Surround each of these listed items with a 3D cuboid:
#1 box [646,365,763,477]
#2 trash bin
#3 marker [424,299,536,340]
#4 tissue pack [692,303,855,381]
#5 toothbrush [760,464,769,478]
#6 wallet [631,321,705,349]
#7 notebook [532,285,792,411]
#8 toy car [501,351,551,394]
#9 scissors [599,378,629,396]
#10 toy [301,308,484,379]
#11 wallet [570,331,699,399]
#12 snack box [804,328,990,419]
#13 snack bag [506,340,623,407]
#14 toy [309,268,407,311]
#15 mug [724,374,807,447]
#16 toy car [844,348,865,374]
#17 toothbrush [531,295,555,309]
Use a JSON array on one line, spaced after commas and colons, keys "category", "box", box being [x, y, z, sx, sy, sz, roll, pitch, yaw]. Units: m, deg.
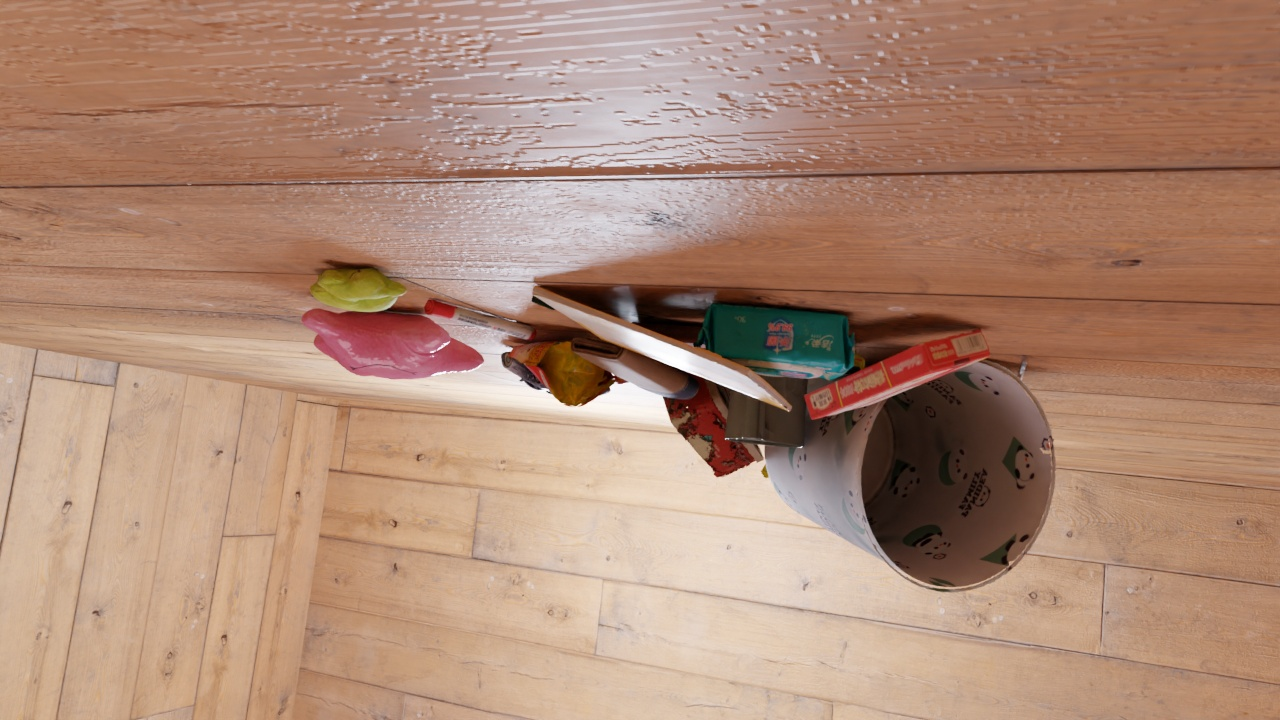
[{"category": "box", "box": [0.075, 0.069, 1.068, 0.078, 0.091, 0.168, -26, 142, 11]}, {"category": "trash bin", "box": [0.272, 0.107, 1.003, 0.229, 0.229, 0.252, 8, 179, -17]}, {"category": "marker", "box": [-0.163, -0.041, 0.958, 0.017, 0.017, 0.145, 1, 171, 39]}, {"category": "tissue pack", "box": [0.111, -0.015, 0.783, 0.133, 0.050, 0.093, 6, 174, 6]}, {"category": "toothbrush", "box": [0.207, 0.097, 1.247, 0.016, 0.017, 0.189, 22, -136, 19]}, {"category": "wallet", "box": [0.043, -0.016, 0.927, 0.101, 0.032, 0.124, 8, 172, 6]}, {"category": "notebook", "box": [0.021, -0.009, 0.790, 0.206, 0.010, 0.146, 22, 175, 26]}, {"category": "toy car", "box": [-0.137, 0.015, 1.213, 0.054, 0.037, 0.121, -2, -160, -44]}, {"category": "scissors", "box": [-0.042, 0.032, 1.213, 0.227, 0.015, 0.188, -20, -179, 34]}, {"category": "toy", "box": [-0.273, -0.013, 1.031, 0.194, 0.074, 0.179, 8, 164, -7]}, {"category": "wallet", "box": [-0.006, 0.006, 0.956, 0.115, 0.033, 0.090, 26, 171, -39]}, {"category": "snack box", "box": [0.216, 0.014, 0.787, 0.075, 0.025, 0.153, -11, 168, -31]}, {"category": "snack bag", "box": [-0.089, 0.005, 1.090, 0.128, 0.073, 0.208, 7, -176, -12]}, {"category": "toy", "box": [-0.249, -0.061, 0.809, 0.097, 0.031, 0.100, 4, 173, 4]}, {"category": "mug", "box": [0.131, 0.035, 0.956, 0.084, 0.103, 0.124, 5, 172, 16]}, {"category": "toy car", "box": [0.185, -0.003, 0.895, 0.048, 0.032, 0.105, 7, -178, -6]}, {"category": "toothbrush", "box": [-0.051, -0.040, 0.884, 0.017, 0.012, 0.185, 10, 175, 26]}]
